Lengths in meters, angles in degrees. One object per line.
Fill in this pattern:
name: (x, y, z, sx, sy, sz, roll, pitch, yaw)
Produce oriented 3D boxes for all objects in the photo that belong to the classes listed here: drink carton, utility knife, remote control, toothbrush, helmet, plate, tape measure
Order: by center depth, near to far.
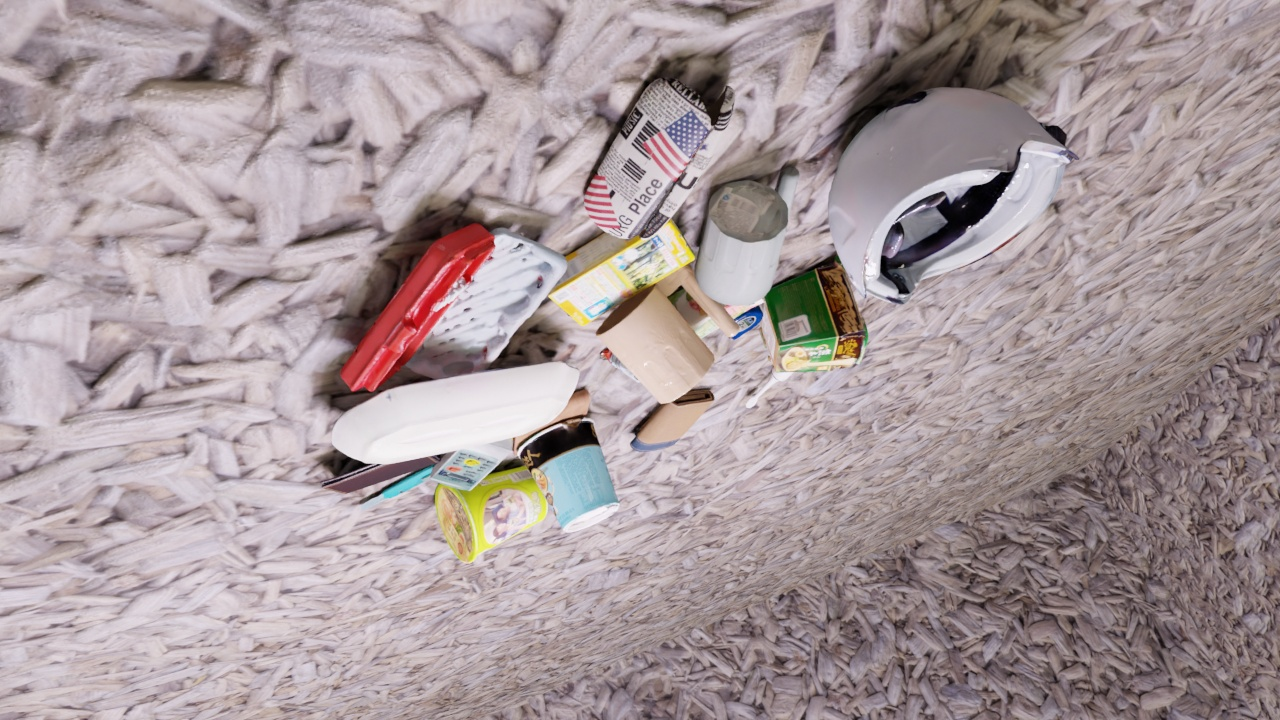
helmet: (0.286, -0.176, 0.904, 0.258, 0.146, 0.230, -12, 154, -43)
plate: (-0.184, 0.060, 0.959, 0.265, 0.034, 0.162, -10, 159, -33)
drink carton: (0.073, -0.061, 1.035, 0.123, 0.053, 0.045, -31, 154, 12)
remote control: (-0.204, 0.120, 1.102, 0.056, 0.019, 0.135, 21, 143, -24)
tape measure: (0.123, -0.052, 1.128, 0.054, 0.025, 0.058, -32, 158, 10)
utility knife: (-0.274, 0.148, 1.160, 0.185, 0.013, 0.029, -27, 151, 3)
toothbrush: (0.216, 0.003, 1.314, 0.222, 0.027, 0.026, -50, 179, 40)

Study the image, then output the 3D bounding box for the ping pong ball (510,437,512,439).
ping pong ball: (-0.177, 0.098, 1.122, 0.040, 0.040, 0.040, -20, 154, -11)

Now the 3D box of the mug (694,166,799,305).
mug: (0.113, -0.130, 0.928, 0.123, 0.084, 0.104, -45, 161, -24)

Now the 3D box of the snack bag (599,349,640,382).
snack bag: (-0.006, 0.006, 1.057, 0.045, 0.105, 0.026, 9, 104, -33)

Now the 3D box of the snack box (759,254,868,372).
snack box: (0.207, -0.045, 1.131, 0.105, 0.118, 0.118, -14, 154, -2)

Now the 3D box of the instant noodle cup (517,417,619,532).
instant noodle cup: (-0.086, 0.151, 1.180, 0.111, 0.120, 0.111, -23, 160, -9)

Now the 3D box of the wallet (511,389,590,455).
wallet: (-0.117, 0.082, 1.174, 0.101, 0.020, 0.115, -18, 156, -18)

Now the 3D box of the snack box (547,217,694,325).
snack box: (-0.022, -0.094, 0.913, 0.140, 0.033, 0.087, -29, 154, 10)

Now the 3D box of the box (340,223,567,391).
box: (-0.175, -0.044, 0.842, 0.157, 0.069, 0.202, -3, 147, -48)

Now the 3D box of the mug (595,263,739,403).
mug: (0.031, -0.031, 0.976, 0.124, 0.103, 0.084, -43, -167, -4)

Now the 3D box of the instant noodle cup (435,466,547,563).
instant noodle cup: (-0.195, 0.198, 1.232, 0.123, 0.111, 0.112, -17, 154, -35)

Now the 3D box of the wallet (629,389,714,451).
wallet: (0.045, 0.086, 1.312, 0.090, 0.033, 0.116, -5, 147, -41)

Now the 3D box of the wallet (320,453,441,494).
wallet: (-0.298, 0.126, 1.063, 0.122, 0.020, 0.096, -20, 168, -5)

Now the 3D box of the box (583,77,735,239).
box: (0.013, -0.174, 0.787, 0.086, 0.075, 0.163, 23, 138, -17)
